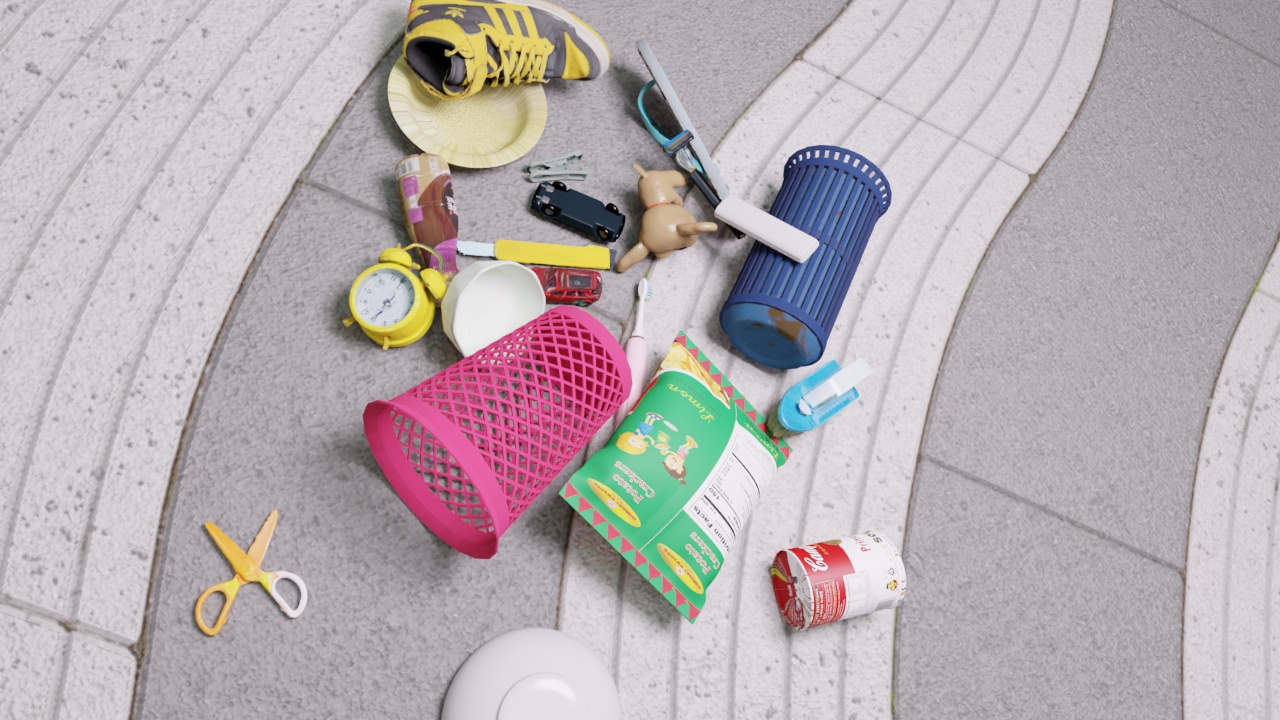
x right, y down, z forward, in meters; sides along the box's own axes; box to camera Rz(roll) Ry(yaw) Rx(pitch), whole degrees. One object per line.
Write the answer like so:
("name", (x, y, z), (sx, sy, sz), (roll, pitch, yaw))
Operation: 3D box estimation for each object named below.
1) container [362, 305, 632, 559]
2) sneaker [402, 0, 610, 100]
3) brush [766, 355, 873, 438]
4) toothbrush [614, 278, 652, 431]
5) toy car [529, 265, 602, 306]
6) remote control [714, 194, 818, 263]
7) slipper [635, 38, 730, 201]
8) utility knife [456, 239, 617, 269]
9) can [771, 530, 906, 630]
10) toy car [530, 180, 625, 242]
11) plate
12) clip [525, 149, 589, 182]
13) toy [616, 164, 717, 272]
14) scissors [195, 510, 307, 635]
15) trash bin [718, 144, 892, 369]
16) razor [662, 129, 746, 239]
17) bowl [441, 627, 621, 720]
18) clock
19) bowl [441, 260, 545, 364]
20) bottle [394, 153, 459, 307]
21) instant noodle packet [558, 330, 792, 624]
("container", (-0.127, 0.055, 0.920), (0.183, 0.184, 0.225), (48, 56, 3))
("sneaker", (-0.158, -0.351, 1.055), (0.238, 0.086, 0.121), (16, 60, -7))
("brush", (0.206, 0.043, 1.060), (0.135, 0.076, 0.055), (-28, 81, -41))
("toothbrush", (-0.006, 0.006, 1.048), (0.026, 0.027, 0.222), (31, 58, -44))
("toy car", (-0.089, -0.087, 1.053), (0.091, 0.036, 0.042), (0, 71, -12))
("remote control", (0.142, -0.152, 1.045), (0.131, 0.012, 0.033), (35, 74, 31))
("slipper", (0.052, -0.269, 1.147), (0.055, 0.098, 0.269), (-29, 91, 11))
("utility knife", (-0.119, -0.126, 1.065), (0.191, 0.018, 0.030), (4, 64, -20))
("can", (0.215, 0.238, 0.999), (0.116, 0.087, 0.086), (-7, 73, -20))
("toy car", (-0.074, -0.176, 1.089), (0.112, 0.034, 0.046), (22, 65, -8))
("plate", (-0.206, -0.301, 1.092), (0.184, 0.036, 0.184), (6, 68, -16))
("clip", (-0.103, -0.239, 1.111), (0.078, 0.023, 0.050), (1, 68, -19))
("toy", (0.027, -0.173, 1.093), (0.105, 0.134, 0.108), (18, 55, -58))
("scissors", (-0.365, 0.202, 0.868), (0.128, 0.011, 0.125), (22, 67, -11))
("trash bin", (0.195, -0.119, 1.099), (0.139, 0.139, 0.249), (29, 66, -6))
("razor", (0.079, -0.204, 1.092), (0.042, 0.022, 0.144), (-38, 97, -19))
("bowl", (-0.097, 0.343, 0.871), (0.176, 0.066, 0.176), (6, 69, -16))
("clock", (-0.255, -0.070, 0.968), (0.083, 0.057, 0.118), (32, 79, 9))
("bowl", (-0.167, -0.056, 0.987), (0.117, 0.117, 0.061), (-40, 43, -26))
("bottle", (-0.229, -0.142, 1.015), (0.059, 0.060, 0.166), (-9, 82, -21))
("instant noodle packet", (0.049, 0.116, 0.979), (0.195, 0.091, 0.251), (46, 54, -12))
